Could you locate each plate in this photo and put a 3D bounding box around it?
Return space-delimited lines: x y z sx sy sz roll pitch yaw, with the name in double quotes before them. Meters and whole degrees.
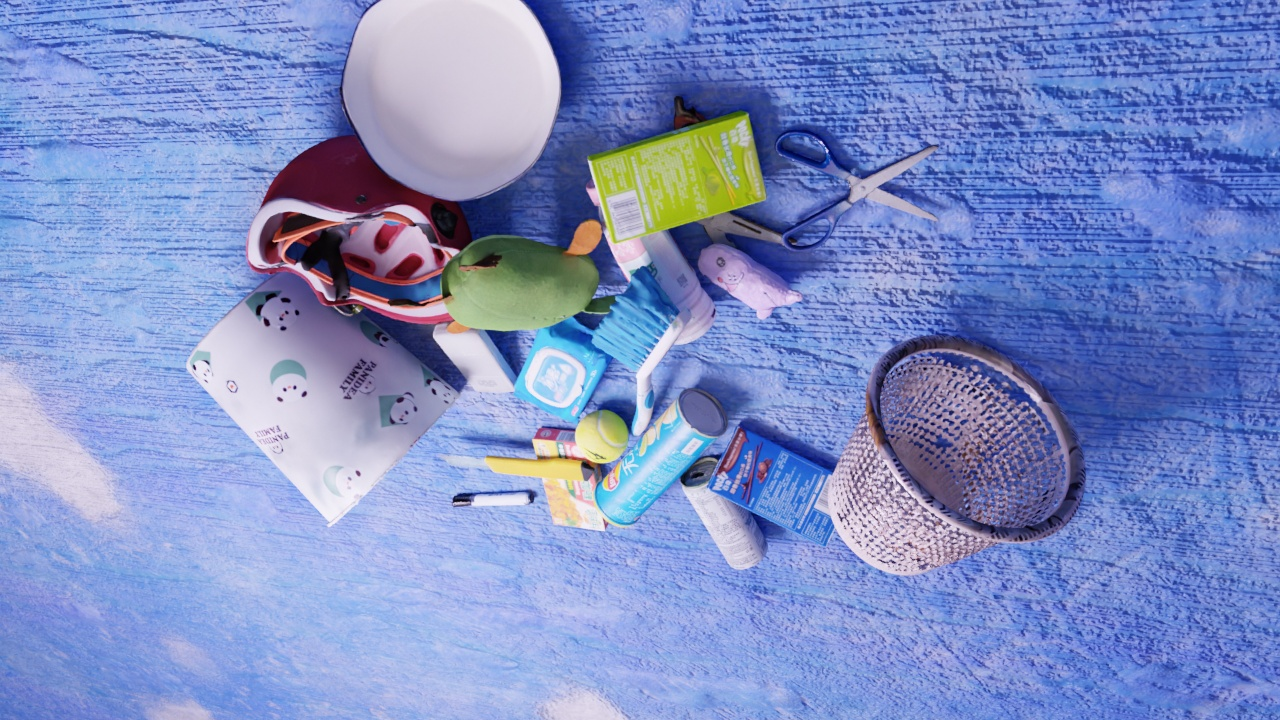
"plate" -0.178 -0.259 0.880 0.205 0.045 0.205 0 104 -1

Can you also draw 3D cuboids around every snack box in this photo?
"snack box" 0.166 0.149 1.088 0.157 0.026 0.084 27 87 0
"snack box" 0.036 -0.173 0.872 0.156 0.026 0.086 -17 112 0
"snack box" -0.090 0.159 1.218 0.077 0.026 0.156 4 126 18

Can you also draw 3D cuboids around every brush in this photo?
"brush" -0.006 0.006 1.004 0.109 0.060 0.315 35 154 0

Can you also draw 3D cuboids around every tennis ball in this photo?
"tennis ball" -0.047 0.094 1.129 0.065 0.065 0.066 10 128 13

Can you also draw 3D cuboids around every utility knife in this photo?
"utility knife" -0.162 0.135 1.198 0.219 0.015 0.033 3 127 16

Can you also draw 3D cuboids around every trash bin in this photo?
"trash bin" 0.298 0.118 0.945 0.227 0.226 0.193 25 142 1
"trash bin" -0.386 0.033 1.119 0.252 0.228 0.230 46 127 -8

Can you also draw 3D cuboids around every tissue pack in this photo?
"tissue pack" -0.094 0.012 1.094 0.095 0.052 0.158 28 130 -1

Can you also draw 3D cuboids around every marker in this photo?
"marker" -0.209 0.198 1.294 0.131 0.022 0.018 -5 117 25

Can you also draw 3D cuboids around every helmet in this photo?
"helmet" -0.281 -0.148 0.987 0.207 0.143 0.240 -20 146 37

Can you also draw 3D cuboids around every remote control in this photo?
"remote control" -0.194 -0.002 1.101 0.058 0.021 0.150 0 152 12

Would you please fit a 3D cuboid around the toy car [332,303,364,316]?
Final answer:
"toy car" -0.331 -0.090 1.081 0.042 0.090 0.035 41 147 -16

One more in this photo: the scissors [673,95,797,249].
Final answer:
"scissors" 0.053 -0.161 0.935 0.189 0.015 0.226 -7 124 25

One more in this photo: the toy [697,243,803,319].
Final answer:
"toy" 0.106 -0.083 0.947 0.108 0.038 0.084 31 157 -10

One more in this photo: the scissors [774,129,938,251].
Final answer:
"scissors" 0.197 -0.163 0.878 0.176 0.012 0.163 35 121 -5

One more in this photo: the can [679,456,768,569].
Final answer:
"can" 0.106 0.193 1.153 0.058 0.058 0.147 -17 118 29

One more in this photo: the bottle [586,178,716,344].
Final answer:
"bottle" 0.010 -0.108 0.947 0.068 0.068 0.197 -14 124 28

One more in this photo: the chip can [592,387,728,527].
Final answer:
"chip can" 0.021 0.122 1.123 0.071 0.071 0.211 34 129 -7

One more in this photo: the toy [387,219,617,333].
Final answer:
"toy" -0.128 -0.079 0.942 0.228 0.246 0.090 -27 76 32
